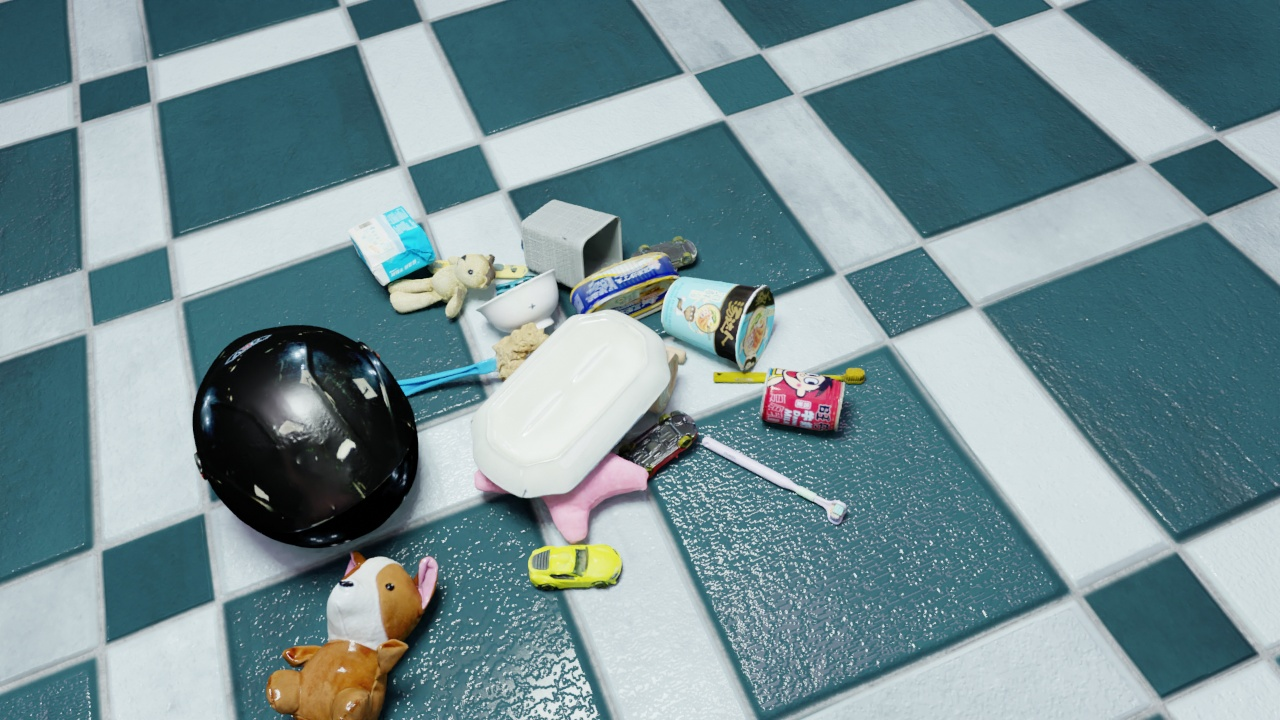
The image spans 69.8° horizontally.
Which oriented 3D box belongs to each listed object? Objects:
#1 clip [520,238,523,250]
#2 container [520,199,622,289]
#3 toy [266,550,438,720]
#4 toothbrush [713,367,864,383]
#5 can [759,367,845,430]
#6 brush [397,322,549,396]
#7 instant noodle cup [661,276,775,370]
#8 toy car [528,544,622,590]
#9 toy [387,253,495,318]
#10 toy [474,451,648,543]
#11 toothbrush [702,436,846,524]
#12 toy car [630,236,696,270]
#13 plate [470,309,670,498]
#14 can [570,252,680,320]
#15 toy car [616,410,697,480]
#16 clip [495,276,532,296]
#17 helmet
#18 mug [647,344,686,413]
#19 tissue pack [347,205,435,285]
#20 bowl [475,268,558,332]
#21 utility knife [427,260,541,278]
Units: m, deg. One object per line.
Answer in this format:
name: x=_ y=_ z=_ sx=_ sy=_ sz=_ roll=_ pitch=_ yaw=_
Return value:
clip: x=-0.146 y=-0.175 z=1.329 sx=0.057 sy=0.025 sz=0.033 roll=-30 pitch=61 yaw=-23
container: x=-0.097 y=-0.160 z=1.265 sx=0.114 sy=0.090 sz=0.090 roll=23 pitch=46 yaw=26
toy: x=-0.297 y=0.285 z=0.955 sx=0.140 sy=0.131 sz=0.199 roll=8 pitch=45 yaw=18
toothbrush: x=0.187 y=0.019 z=1.159 sx=0.190 sy=0.017 sz=0.015 roll=0 pitch=53 yaw=6
can: x=0.195 y=0.048 z=1.107 sx=0.094 sy=0.067 sz=0.066 roll=10 pitch=56 yaw=12
brush: x=-0.221 y=0.015 z=1.180 sx=0.255 sy=0.083 sz=0.045 roll=-14 pitch=11 yaw=4
instant noodle cup: x=0.095 y=-0.055 z=1.175 sx=0.120 sy=0.111 sz=0.111 roll=17 pitch=57 yaw=26
toy car: x=-0.073 y=0.227 z=1.023 sx=0.105 sy=0.032 sz=0.048 roll=-2 pitch=53 yaw=2
toy: x=-0.274 y=-0.108 z=1.266 sx=0.157 sy=0.066 sz=0.105 roll=-15 pitch=50 yaw=14
toy: x=-0.081 y=0.114 z=1.079 sx=0.195 sy=0.075 sz=0.178 roll=24 pitch=67 yaw=17
toothbrush: x=0.152 y=0.136 z=1.077 sx=0.189 sy=0.029 sz=0.021 roll=27 pitch=20 yaw=24
toy car: x=0.034 y=-0.143 z=1.280 sx=0.090 sy=0.035 sz=0.042 roll=-17 pitch=56 yaw=-7
plate: x=-0.082 y=0.038 z=1.061 sx=0.162 sy=0.034 sz=0.265 roll=34 pitch=67 yaw=24
can: x=-0.017 y=-0.091 z=1.224 sx=0.148 sy=0.075 sz=0.049 roll=-22 pitch=58 yaw=-11
toy car: x=0.022 y=0.104 z=1.102 sx=0.106 sy=0.031 sz=0.049 roll=-38 pitch=59 yaw=-8
clip: x=-0.175 y=-0.102 z=1.284 sx=0.056 sy=0.014 sz=0.040 roll=-10 pitch=53 yaw=-4
helmet: x=-0.375 y=0.081 z=1.038 sx=0.233 sy=0.231 sz=0.275 roll=-39 pitch=98 yaw=-21
mug: x=-0.007 y=0.007 z=1.157 sx=0.103 sy=0.084 sz=0.124 roll=16 pitch=30 yaw=14
tissue pack: x=-0.352 y=-0.163 z=1.300 sx=0.090 sy=0.063 sz=0.140 roll=-29 pitch=36 yaw=-15
bowl: x=-0.151 y=-0.067 z=1.216 sx=0.118 sy=0.118 sz=0.065 roll=-29 pitch=96 yaw=-16
utility knife: x=-0.207 y=-0.129 z=1.309 sx=0.207 sy=0.021 sz=0.030 roll=6 pitch=54 yaw=4
